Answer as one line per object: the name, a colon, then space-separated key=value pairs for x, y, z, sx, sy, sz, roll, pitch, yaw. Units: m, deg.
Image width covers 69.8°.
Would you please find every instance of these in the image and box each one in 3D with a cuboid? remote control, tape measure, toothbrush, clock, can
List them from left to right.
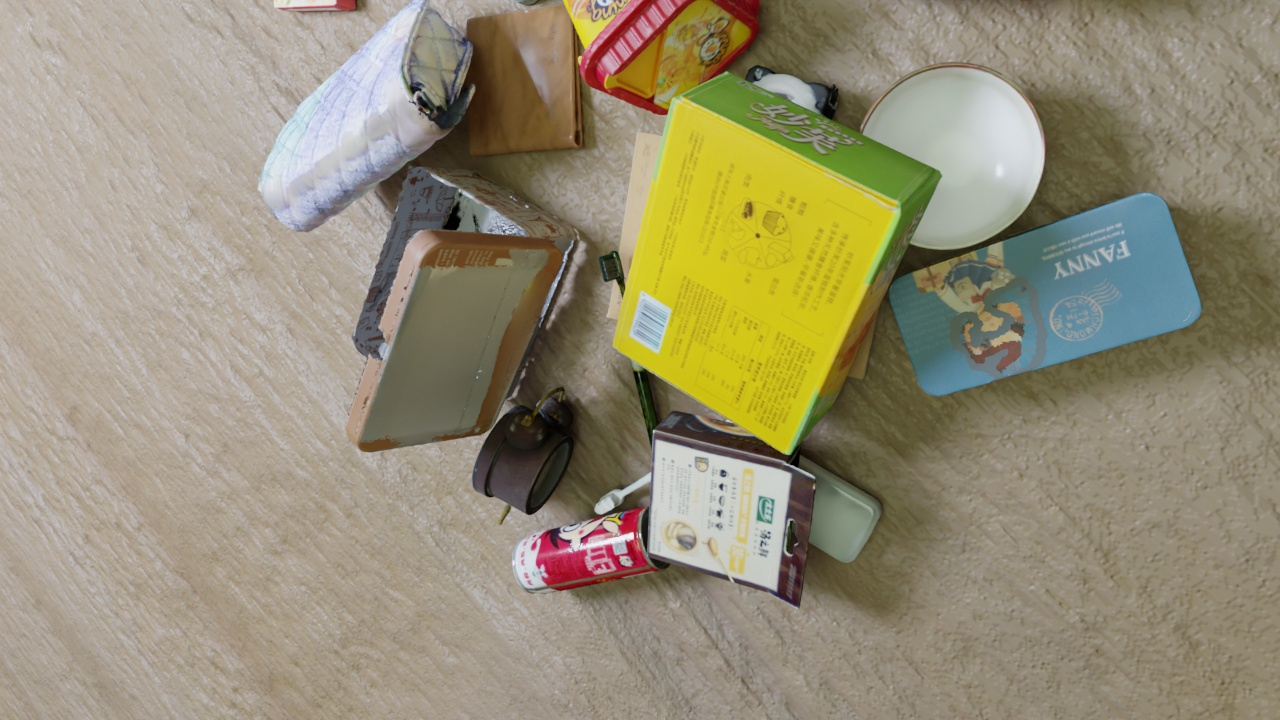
clock: x=-0.093 y=0.074 z=0.765 sx=0.055 sy=0.081 sz=0.122 roll=28 pitch=111 yaw=14
can: x=-0.041 y=0.161 z=0.771 sx=0.133 sy=0.053 sz=0.053 roll=-18 pitch=91 yaw=28
toothbrush: x=-0.004 y=0.004 z=0.733 sx=0.012 sy=0.017 sz=0.186 roll=5 pitch=112 yaw=56
toothbrush: x=0.026 y=0.082 z=0.727 sx=0.181 sy=0.016 sz=0.016 roll=-35 pitch=91 yaw=33
tape measure: x=0.099 y=-0.168 z=0.648 sx=0.066 sy=0.033 sz=0.066 roll=22 pitch=99 yaw=23
remote control: x=0.114 y=0.099 z=0.702 sx=0.136 sy=0.020 sz=0.056 roll=30 pitch=111 yaw=18

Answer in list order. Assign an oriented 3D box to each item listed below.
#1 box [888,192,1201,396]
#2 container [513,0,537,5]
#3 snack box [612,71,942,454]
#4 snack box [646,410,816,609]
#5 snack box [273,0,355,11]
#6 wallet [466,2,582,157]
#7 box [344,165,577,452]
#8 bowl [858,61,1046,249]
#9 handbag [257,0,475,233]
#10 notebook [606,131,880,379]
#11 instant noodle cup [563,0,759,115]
box: x=0.258 y=-0.042 z=0.585 sx=0.185 sy=0.059 sz=0.090 roll=-22 pitch=91 yaw=29
container: x=-0.126 y=-0.332 z=0.686 sx=0.090 sy=0.111 sz=0.090 roll=31 pitch=111 yaw=18
snack box: x=0.079 y=-0.060 z=0.609 sx=0.158 sy=0.069 sz=0.211 roll=32 pitch=133 yaw=18
snack box: x=0.069 y=0.108 z=0.679 sx=0.126 sy=0.053 sz=0.113 roll=12 pitch=116 yaw=20
snack box: x=-0.286 y=-0.387 z=0.801 sx=0.075 sy=0.025 sz=0.153 roll=9 pitch=103 yaw=25
wallet: x=-0.096 y=-0.226 z=0.745 sx=0.101 sy=0.020 sz=0.115 roll=1 pitch=97 yaw=24
box: x=-0.164 y=-0.040 z=0.714 sx=0.157 sy=0.193 sz=0.183 roll=32 pitch=111 yaw=19
bowl: x=0.198 y=-0.130 z=0.592 sx=0.113 sy=0.062 sz=0.113 roll=3 pitch=101 yaw=18
handbag: x=-0.218 y=-0.196 z=0.744 sx=0.194 sy=0.134 sz=0.075 roll=-24 pitch=133 yaw=34
notebook: x=0.080 y=-0.083 z=0.691 sx=0.212 sy=0.012 sz=0.149 roll=15 pitch=105 yaw=23
instant noodle cup: x=0.002 y=-0.258 z=0.645 sx=0.116 sy=0.115 sz=0.123 roll=-38 pitch=70 yaw=27
